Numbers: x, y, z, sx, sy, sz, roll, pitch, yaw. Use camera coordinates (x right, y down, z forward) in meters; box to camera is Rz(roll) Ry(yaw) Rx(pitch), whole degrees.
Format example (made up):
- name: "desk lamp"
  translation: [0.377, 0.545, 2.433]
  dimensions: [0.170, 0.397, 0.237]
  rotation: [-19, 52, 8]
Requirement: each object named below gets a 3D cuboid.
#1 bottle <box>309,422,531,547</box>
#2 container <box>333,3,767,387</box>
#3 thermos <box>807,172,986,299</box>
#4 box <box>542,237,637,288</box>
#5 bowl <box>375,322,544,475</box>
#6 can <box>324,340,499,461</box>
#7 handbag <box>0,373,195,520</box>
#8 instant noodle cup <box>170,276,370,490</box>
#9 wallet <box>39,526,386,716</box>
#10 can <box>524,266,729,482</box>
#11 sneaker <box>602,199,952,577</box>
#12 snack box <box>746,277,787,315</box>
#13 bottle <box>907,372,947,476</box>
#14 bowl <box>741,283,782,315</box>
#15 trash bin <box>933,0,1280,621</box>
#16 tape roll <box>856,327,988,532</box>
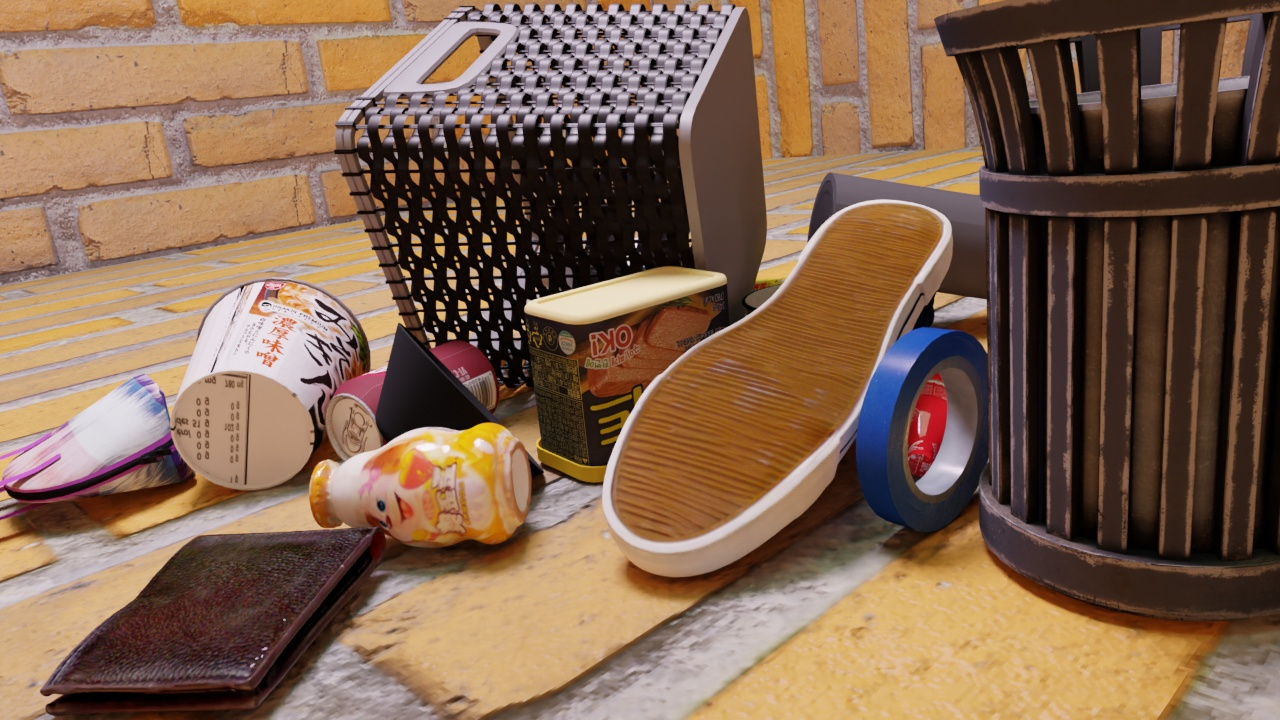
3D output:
- name: "bottle"
  translation: [-0.114, 0.066, 0.477]
  dimensions: [0.109, 0.063, 0.063]
  rotation: [-5, 16, 6]
- name: "container"
  translation: [-0.043, -0.134, 0.736]
  dimensions: [0.244, 0.246, 0.246]
  rotation: [3, 41, 18]
- name: "thermos"
  translation: [0.264, -0.094, 0.747]
  dimensions: [0.240, 0.082, 0.082]
  rotation: [8, 15, -3]
- name: "box"
  translation: [-0.033, -0.082, 0.932]
  dimensions: [0.081, 0.092, 0.160]
  rotation: [27, 36, 35]
- name: "bowl"
  translation: [-0.119, 0.040, 0.547]
  dimensions: [0.052, 0.124, 0.124]
  rotation: [-44, 24, -7]
- name: "can"
  translation: [-0.153, 0.030, 0.627]
  dimensions: [0.063, 0.063, 0.113]
  rotation: [3, 18, 32]
- name: "handbag"
  translation: [-0.392, 0.074, 0.596]
  dimensions: [0.169, 0.068, 0.145]
  rotation: [-25, 22, -31]
- name: "instant noodle cup"
  translation: [-0.257, 0.021, 0.628]
  dimensions: [0.123, 0.124, 0.121]
  rotation: [-8, 25, -4]
- name: "wallet"
  translation: [-0.183, 0.113, 0.409]
  dimensions: [0.099, 0.031, 0.119]
  rotation: [-7, 18, 11]
- name: "can"
  translation: [-0.003, 0.003, 0.578]
  dimensions: [0.130, 0.101, 0.073]
  rotation: [-19, 22, -36]
- name: "sneaker"
  translation: [0.086, 0.029, 0.516]
  dimensions: [0.121, 0.127, 0.293]
  rotation: [19, 45, 32]
- name: "snack box"
  translation: [0.162, -0.048, 0.812]
  dimensions: [0.126, 0.040, 0.088]
  rotation: [-3, 16, 14]
- name: "bottle"
  translation: [0.162, 0.032, 0.521]
  dimensions: [0.042, 0.042, 0.141]
  rotation: [-1, 16, 21]
- name: "bowl"
  translation: [0.137, -0.022, 0.693]
  dimensions: [0.115, 0.059, 0.115]
  rotation: [-6, 15, 2]
- name: "trash bin"
  translation: [0.208, -0.029, 0.367]
  dimensions: [0.164, 0.227, 0.164]
  rotation: [-6, 15, 2]
- name: "tape roll"
  translation: [0.136, 0.032, 0.431]
  dimensions: [0.091, 0.093, 0.016]
  rotation: [-36, 29, -30]
